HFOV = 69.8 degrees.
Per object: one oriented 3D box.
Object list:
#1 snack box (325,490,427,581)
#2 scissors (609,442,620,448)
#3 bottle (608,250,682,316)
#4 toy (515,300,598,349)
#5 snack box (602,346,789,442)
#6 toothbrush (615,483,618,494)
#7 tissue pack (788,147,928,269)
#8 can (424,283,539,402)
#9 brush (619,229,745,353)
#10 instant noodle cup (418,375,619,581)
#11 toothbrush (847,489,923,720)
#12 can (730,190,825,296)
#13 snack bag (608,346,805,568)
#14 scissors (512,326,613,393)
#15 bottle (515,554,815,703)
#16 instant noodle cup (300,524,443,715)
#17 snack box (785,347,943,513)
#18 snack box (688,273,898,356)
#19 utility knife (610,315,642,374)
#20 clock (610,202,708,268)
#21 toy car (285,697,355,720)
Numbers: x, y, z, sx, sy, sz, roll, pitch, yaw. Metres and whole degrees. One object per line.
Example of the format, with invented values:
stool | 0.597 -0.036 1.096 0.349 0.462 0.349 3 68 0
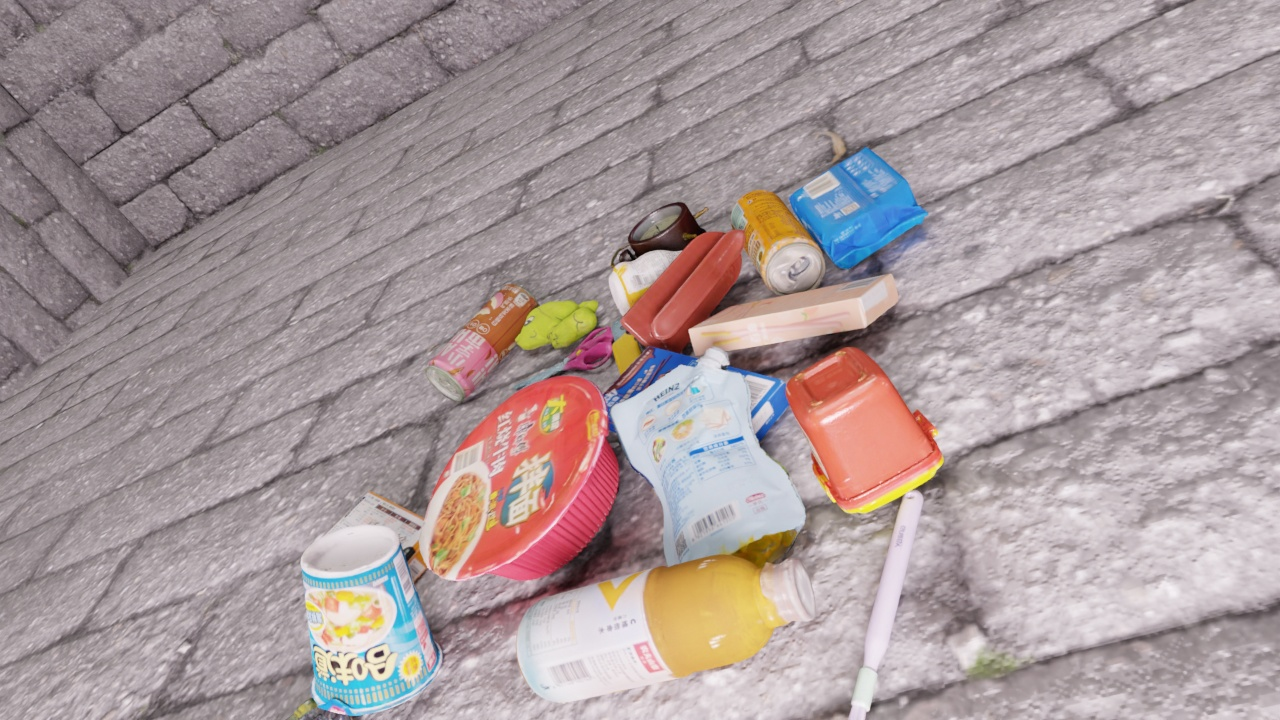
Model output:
snack box | -0.244 0.171 0.859 0.154 0.026 0.075 8 50 51
scissors | -0.101 0.096 0.846 0.170 0.014 0.159 -33 32 -2
bottle | 0.025 -0.083 0.936 0.108 0.063 0.063 -21 28 -7
toy | -0.091 -0.040 1.020 0.096 0.031 0.100 -39 34 -8
snack box | 0.039 0.037 0.760 0.157 0.026 0.084 16 55 46
toothbrush | -0.049 0.065 0.822 0.018 0.014 0.189 -38 32 5
tissue pack | 0.201 -0.140 0.855 0.095 0.052 0.157 -31 29 9
can | -0.178 -0.022 1.050 0.058 0.058 0.147 4 46 48
brush | 0.048 -0.068 0.870 0.145 0.063 0.069 -50 7 -20
instant noodle cup | -0.087 0.105 0.742 0.194 0.066 0.193 -29 35 22
toothbrush | 0.137 0.144 0.523 0.029 0.021 0.188 1 41 30
can | 0.130 -0.114 0.881 0.058 0.058 0.145 -29 29 8
snack bag | 0.044 0.072 0.666 0.110 0.039 0.190 -40 40 17
scissors | -0.082 0.001 0.968 0.138 0.017 0.077 -23 31 26
bottle | 0.014 0.163 0.569 0.190 0.068 0.067 -21 32 22
instant noodle cup | -0.204 0.185 0.678 0.099 0.110 0.099 -5 19 1
snack box | 0.142 0.041 0.599 0.082 0.080 0.091 -30 17 6
snack box | 0.127 -0.037 0.769 0.158 0.026 0.084 -11 11 36
utility knife | -0.005 0.005 0.876 0.033 0.015 0.192 -27 32 5
clock | 0.020 -0.127 1.013 0.122 0.055 0.081 -16 34 32
toy car | -0.255 0.288 0.679 0.090 0.042 0.035 -39 -15 -12
